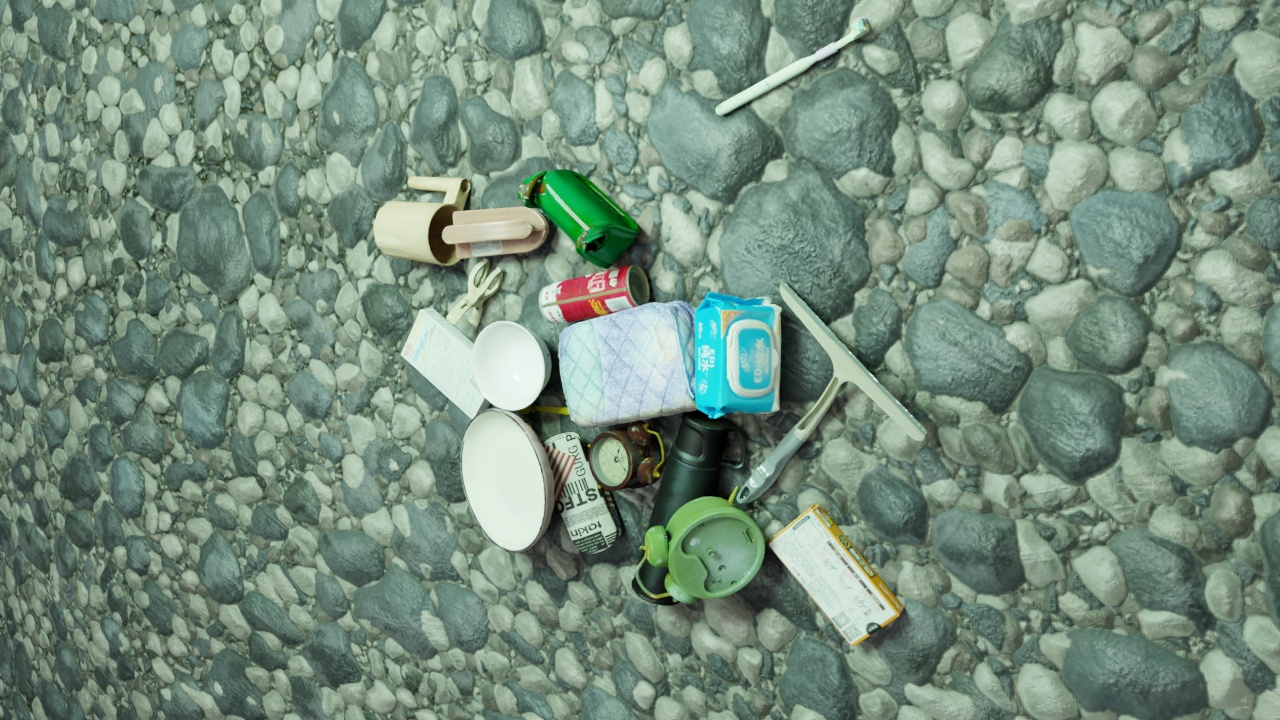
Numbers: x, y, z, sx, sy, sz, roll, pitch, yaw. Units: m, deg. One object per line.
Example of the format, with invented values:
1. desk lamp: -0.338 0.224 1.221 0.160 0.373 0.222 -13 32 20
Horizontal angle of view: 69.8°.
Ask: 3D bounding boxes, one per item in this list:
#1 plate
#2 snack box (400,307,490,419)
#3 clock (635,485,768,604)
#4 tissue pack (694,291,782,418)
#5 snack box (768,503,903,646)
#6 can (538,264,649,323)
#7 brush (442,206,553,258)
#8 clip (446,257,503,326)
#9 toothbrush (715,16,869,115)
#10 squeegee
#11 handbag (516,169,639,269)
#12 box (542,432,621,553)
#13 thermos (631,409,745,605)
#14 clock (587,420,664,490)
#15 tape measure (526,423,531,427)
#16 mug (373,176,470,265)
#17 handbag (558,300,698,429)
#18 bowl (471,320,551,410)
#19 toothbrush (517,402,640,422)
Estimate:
1. plate: -0.171 0.156 1.218 0.193 0.039 0.192 12 106 45
2. snack box: -0.267 0.004 1.303 0.157 0.026 0.085 39 116 18
3. clock: 0.069 0.226 1.084 0.161 0.056 0.116 -30 114 -3
4. tissue pack: 0.111 -0.005 1.030 0.063 0.089 0.140 -4 85 62
5. snack box: 0.225 0.249 1.066 0.075 0.026 0.153 -46 76 27
6. can: -0.059 -0.081 1.141 0.133 0.053 0.053 -10 94 29
7. brush: -0.184 -0.168 1.199 0.146 0.072 0.063 0 98 28
8. clip: -0.221 -0.091 1.255 0.034 0.060 0.097 33 102 19
9. toothbrush: 0.162 -0.318 1.005 0.190 0.029 0.020 -24 127 32
10. squeegee: 0.183 0.080 1.052 0.246 0.039 0.247 52 127 33
11. handbag: -0.077 -0.172 1.109 0.131 0.120 0.068 46 112 17
12. box: -0.073 0.172 1.219 0.075 0.077 0.163 -25 83 11
13. thermos: 0.061 0.184 1.128 0.090 0.068 0.243 17 108 3
14. clock: -0.013 0.120 1.152 0.122 0.055 0.082 -20 80 41
15. tape measure: -0.167 0.120 1.266 0.057 0.028 0.060 -20 88 32
16. mug: -0.295 -0.195 1.260 0.104 0.084 0.124 10 79 29
17. handbag: -0.007 0.006 1.114 0.194 0.075 0.134 -12 86 39
18. bowl: -0.158 0.003 1.218 0.118 0.064 0.118 6 101 30
19. toothbrush: -0.086 0.069 1.217 0.190 0.016 0.016 3 100 29
